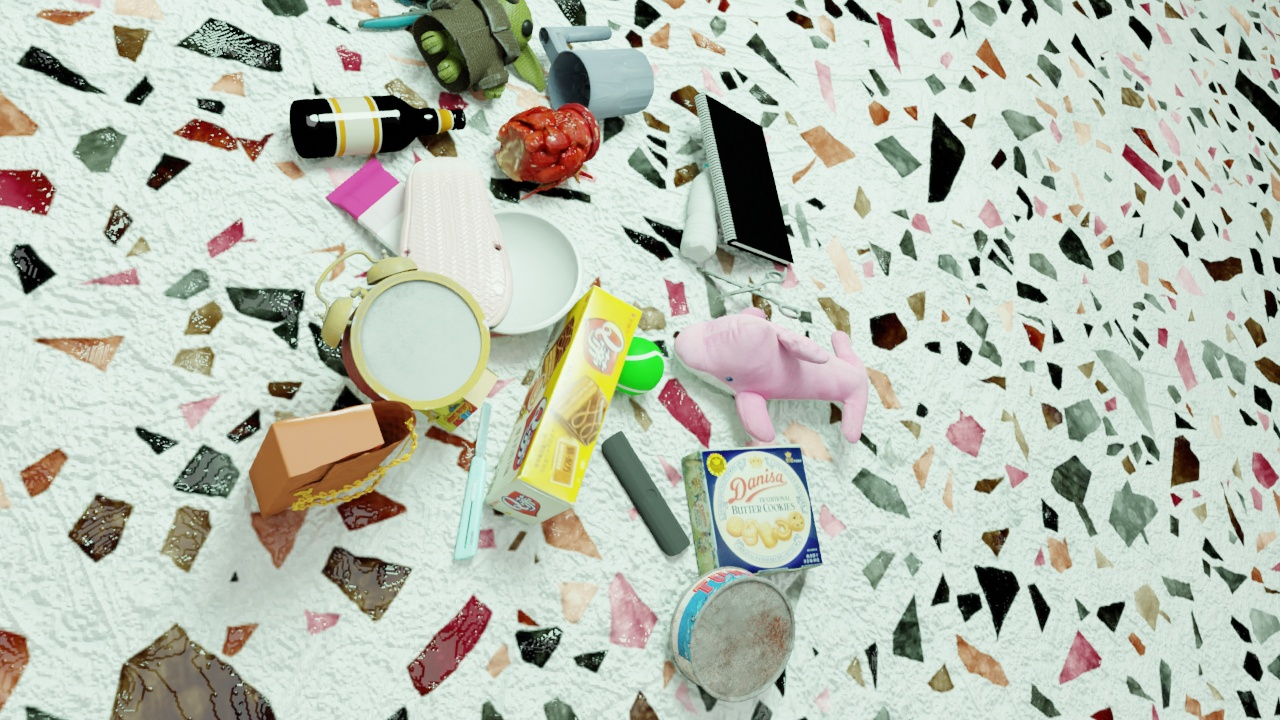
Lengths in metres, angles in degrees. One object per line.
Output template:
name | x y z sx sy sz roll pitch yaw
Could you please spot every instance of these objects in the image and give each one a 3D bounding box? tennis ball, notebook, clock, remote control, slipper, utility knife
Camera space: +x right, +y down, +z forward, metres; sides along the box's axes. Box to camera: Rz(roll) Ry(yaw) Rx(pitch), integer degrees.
tennis ball | -0.006 0.006 1.020 0.065 0.066 0.065 10 67 -25
notebook | 0.135 -0.231 1.186 0.148 0.016 0.206 10 65 -51
clock | -0.212 -0.025 0.800 0.159 0.081 0.116 47 66 -15
remote control | 0.006 0.145 1.004 0.033 0.015 0.147 -31 88 -34
slipper | -0.190 -0.117 0.918 0.106 0.056 0.221 -7 60 -13
utility knife | -0.165 0.119 0.923 0.022 0.015 0.165 2 66 6

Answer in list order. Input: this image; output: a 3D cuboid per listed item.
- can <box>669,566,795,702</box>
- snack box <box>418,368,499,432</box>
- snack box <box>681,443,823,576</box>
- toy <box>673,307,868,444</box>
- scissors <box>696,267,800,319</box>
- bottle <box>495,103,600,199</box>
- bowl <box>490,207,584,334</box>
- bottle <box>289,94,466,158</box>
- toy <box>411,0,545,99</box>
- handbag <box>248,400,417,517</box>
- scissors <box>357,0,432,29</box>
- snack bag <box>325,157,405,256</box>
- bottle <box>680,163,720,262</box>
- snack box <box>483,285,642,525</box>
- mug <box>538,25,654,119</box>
can | 0.097 0.285 0.958 0.129 0.044 0.130 -2 94 -28
snack box | -0.213 0.008 0.892 0.126 0.088 0.040 37 58 -12
snack box | 0.127 0.171 1.045 0.144 0.043 0.145 0 72 -29
toy | 0.172 0.000 1.080 0.265 0.128 0.186 14 60 -22
scissors | 0.148 -0.091 1.145 0.141 0.014 0.174 34 35 26
bottle | -0.104 -0.241 1.051 0.110 0.099 0.099 -33 89 -44
bowl | -0.137 -0.090 0.988 0.149 0.043 0.149 3 68 -7
bottle | -0.273 -0.251 0.975 0.181 0.059 0.059 -14 79 -32
toy | -0.186 -0.372 1.050 0.152 0.078 0.179 -44 118 -32
handbag | -0.262 0.089 0.784 0.108 0.172 0.060 -16 80 -32
scissors | -0.269 -0.407 1.061 0.155 0.019 0.124 32 60 -13
snack bag | -0.230 -0.129 0.954 0.196 0.016 0.070 40 68 5
bottle | 0.081 -0.190 1.155 0.044 0.044 0.136 21 63 -21
snack box | -0.077 0.045 0.939 0.061 0.110 0.229 28 60 -17
mug | -0.056 -0.354 1.117 0.103 0.084 0.124 -19 78 -37
